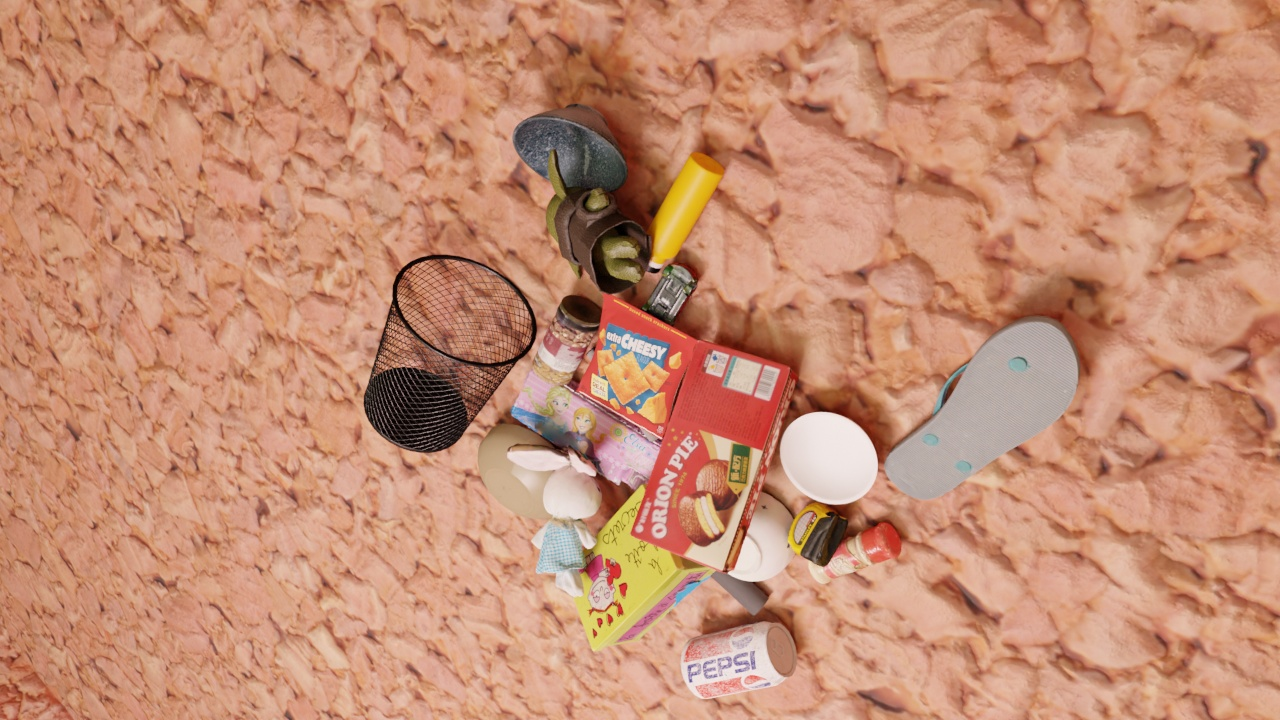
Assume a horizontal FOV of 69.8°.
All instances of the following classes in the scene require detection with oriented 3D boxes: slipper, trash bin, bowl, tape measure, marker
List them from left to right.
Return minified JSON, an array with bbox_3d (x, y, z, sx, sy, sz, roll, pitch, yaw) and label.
[{"bbox_3d":[-0.260,0.003,1.191,0.184,0.183,0.211,43,129,9],"label":"trash bin"},{"bbox_3d":[-0.163,0.161,1.239,0.152,0.050,0.153,21,135,22],"label":"bowl"},{"bbox_3d":[-0.071,-0.251,1.038,0.137,0.057,0.137,17,159,6],"label":"bowl"},{"bbox_3d":[-0.022,0.042,1.143,0.140,0.016,0.016,53,125,16],"label":"marker"},{"bbox_3d":[0.128,0.219,1.111,0.113,0.063,0.113,11,114,26],"label":"bowl"},{"bbox_3d":[0.205,0.200,1.061,0.064,0.037,0.065,17,81,63],"label":"tape measure"},{"bbox_3d":[0.216,0.102,1.028,0.110,0.040,0.110,11,114,26],"label":"bowl"},{"bbox_3d":[0.351,0.053,0.934,0.098,0.054,0.270,37,134,10],"label":"slipper"}]

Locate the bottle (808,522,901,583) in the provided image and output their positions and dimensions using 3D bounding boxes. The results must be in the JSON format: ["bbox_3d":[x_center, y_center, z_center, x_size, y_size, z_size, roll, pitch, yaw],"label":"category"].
[{"bbox_3d":[0.245,0.223,1.057,0.109,0.044,0.044,-33,90,36],"label":"bottle"}]

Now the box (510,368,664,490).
[{"bbox_3d":[-0.062,0.092,1.178,0.230,0.053,0.085,31,122,17],"label":"box"}]

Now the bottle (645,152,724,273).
[{"bbox_3d":[0.041,-0.161,1.027,0.043,0.043,0.144,39,123,12],"label":"bottle"}]

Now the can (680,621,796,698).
[{"bbox_3d":[0.123,0.380,1.166,0.136,0.078,0.078,-26,94,35],"label":"can"}]

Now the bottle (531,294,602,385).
[{"bbox_3d":[-0.093,-0.025,1.149,0.056,0.056,0.105,38,123,13],"label":"bottle"}]

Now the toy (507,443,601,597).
[{"bbox_3d":[-0.082,0.197,1.155,0.131,0.105,0.205,-1,97,36],"label":"toy"}]

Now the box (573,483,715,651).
[{"bbox_3d":[-0.002,0.260,1.154,0.222,0.080,0.124,-53,49,42],"label":"box"}]

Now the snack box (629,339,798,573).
[{"bbox_3d":[0.084,0.106,1.027,0.113,0.060,0.236,17,84,21],"label":"snack box"}]

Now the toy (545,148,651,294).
[{"bbox_3d":[-0.050,-0.142,1.043,0.153,0.078,0.180,45,155,40],"label":"toy"}]

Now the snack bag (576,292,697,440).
[{"bbox_3d":[-0.006,0.007,1.099,0.131,0.039,0.144,29,121,19],"label":"snack bag"}]

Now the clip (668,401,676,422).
[{"bbox_3d":[0.043,0.064,1.126,0.076,0.023,0.059,-5,104,29],"label":"clip"}]

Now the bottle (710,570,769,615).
[{"bbox_3d":[0.110,0.272,1.161,0.113,0.030,0.030,41,123,10],"label":"bottle"}]

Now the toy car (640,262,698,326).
[{"bbox_3d":[0.035,-0.072,1.069,0.042,0.036,0.091,37,124,14],"label":"toy car"}]
